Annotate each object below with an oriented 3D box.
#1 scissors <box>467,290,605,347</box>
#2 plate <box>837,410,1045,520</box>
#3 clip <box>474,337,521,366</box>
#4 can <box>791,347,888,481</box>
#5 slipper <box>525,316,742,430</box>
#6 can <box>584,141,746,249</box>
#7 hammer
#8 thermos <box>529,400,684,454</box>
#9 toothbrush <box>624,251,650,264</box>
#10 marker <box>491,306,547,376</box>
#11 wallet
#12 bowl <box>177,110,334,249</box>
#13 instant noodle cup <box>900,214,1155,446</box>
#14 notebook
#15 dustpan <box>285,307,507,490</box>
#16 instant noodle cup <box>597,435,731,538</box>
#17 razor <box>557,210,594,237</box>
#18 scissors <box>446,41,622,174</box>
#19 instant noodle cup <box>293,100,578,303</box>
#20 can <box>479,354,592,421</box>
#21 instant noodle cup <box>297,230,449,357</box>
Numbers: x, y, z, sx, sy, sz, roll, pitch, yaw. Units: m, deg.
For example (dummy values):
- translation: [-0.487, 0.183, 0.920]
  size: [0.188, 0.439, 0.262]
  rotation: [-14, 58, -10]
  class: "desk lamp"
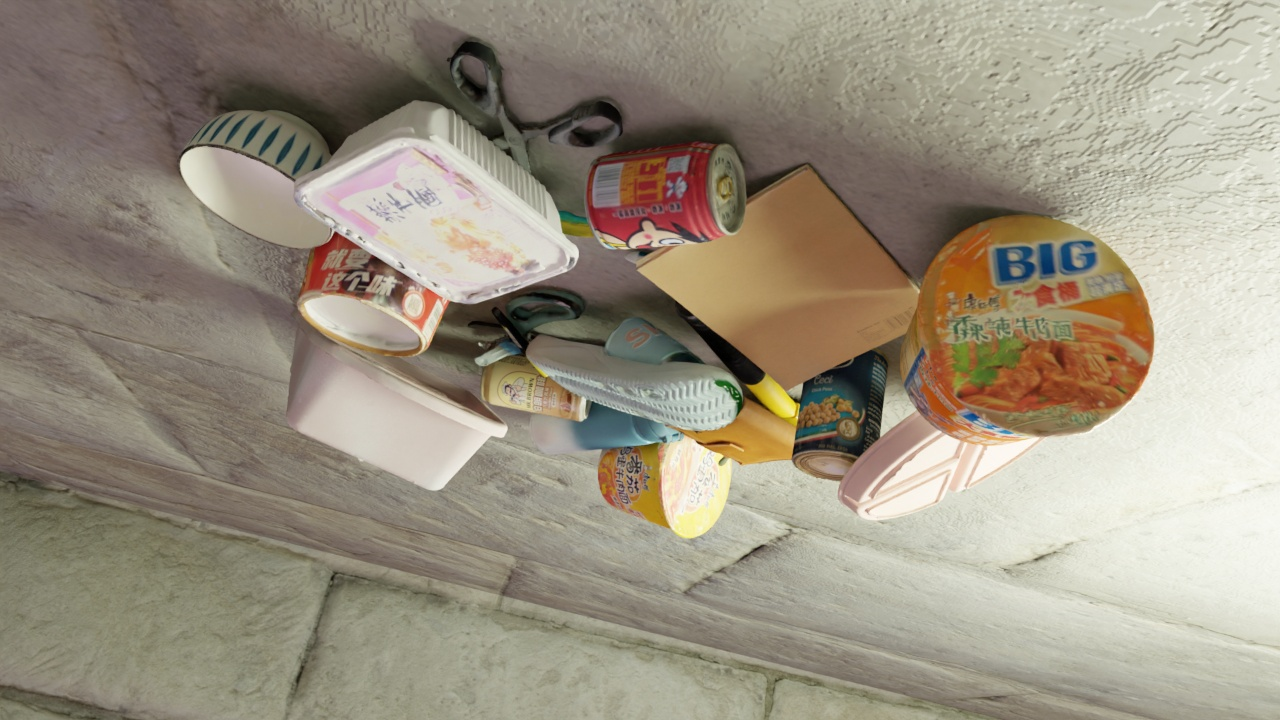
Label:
- translation: [-0.082, -0.021, 0.928]
  size: [0.180, 0.019, 0.171]
  rotation: [27, 151, -30]
  class: "scissors"
- translation: [0.277, 0.074, 0.787]
  size: [0.229, 0.028, 0.230]
  rotation: [-20, 150, -12]
  class: "plate"
- translation: [-0.147, -0.012, 0.947]
  size: [0.056, 0.027, 0.024]
  rotation: [-14, 143, 36]
  class: "clip"
- translation: [0.180, 0.048, 0.829]
  size: [0.075, 0.111, 0.075]
  rotation: [11, 156, 5]
  class: "can"
- translation: [-0.005, 0.005, 0.844]
  size: [0.246, 0.074, 0.104]
  rotation: [12, 160, 41]
  class: "slipper"
- translation: [0.018, -0.111, 0.619]
  size: [0.094, 0.066, 0.066]
  rotation: [-1, 153, 28]
  class: "can"
- translation: [0.105, 0.011, 0.869]
  size: [0.129, 0.032, 0.300]
  rotation: [-1, 156, 27]
  class: "hammer"
- translation: [-0.035, 0.066, 1.037]
  size: [0.221, 0.070, 0.070]
  rotation: [-12, 146, 45]
  class: "thermos"
- translation: [0.080, -0.062, 0.753]
  size: [0.191, 0.018, 0.016]
  rotation: [13, 155, 0]
  class: "toothbrush"
- translation: [-0.117, -0.018, 0.911]
  size: [0.018, 0.015, 0.124]
  rotation: [41, 170, 34]
  class: "marker"
- translation: [0.102, 0.075, 0.951]
  size: [0.119, 0.035, 0.130]
  rotation: [-18, 145, 42]
  class: "wallet"
- translation: [-0.275, -0.144, 0.689]
  size: [0.116, 0.066, 0.117]
  rotation: [14, 152, 7]
  class: "bowl"
- translation: [0.254, -0.009, 0.638]
  size: [0.151, 0.151, 0.111]
  rotation: [11, 164, 5]
  class: "instant noodle cup"
- translation: [0.120, -0.053, 0.711]
  size: [0.150, 0.012, 0.211]
  rotation: [-27, 137, 30]
  class: "notebook"
- translation: [-0.233, 0.011, 0.918]
  size: [0.222, 0.273, 0.139]
  rotation: [28, 115, -26]
  class: "dustpan"
- translation: [0.025, 0.130, 1.077]
  size: [0.110, 0.137, 0.138]
  rotation: [5, 156, 39]
  class: "instant noodle cup"
- translation: [-0.028, -0.108, 0.701]
  size: [0.133, 0.028, 0.043]
  rotation: [3, 158, 26]
  class: "razor"
- translation: [-0.090, -0.157, 0.638]
  size: [0.181, 0.014, 0.159]
  rotation: [-3, 152, 35]
  class: "scissors"
- translation: [-0.140, -0.115, 0.662]
  size: [0.138, 0.060, 0.173]
  rotation: [-14, 146, 33]
  class: "instant noodle cup"
- translation: [-0.111, 0.028, 0.999]
  size: [0.116, 0.058, 0.059]
  rotation: [10, 156, 5]
  class: "can"
- translation: [-0.215, -0.074, 0.766]
  size: [0.138, 0.108, 0.138]
  rotation: [11, 156, 5]
  class: "instant noodle cup"
